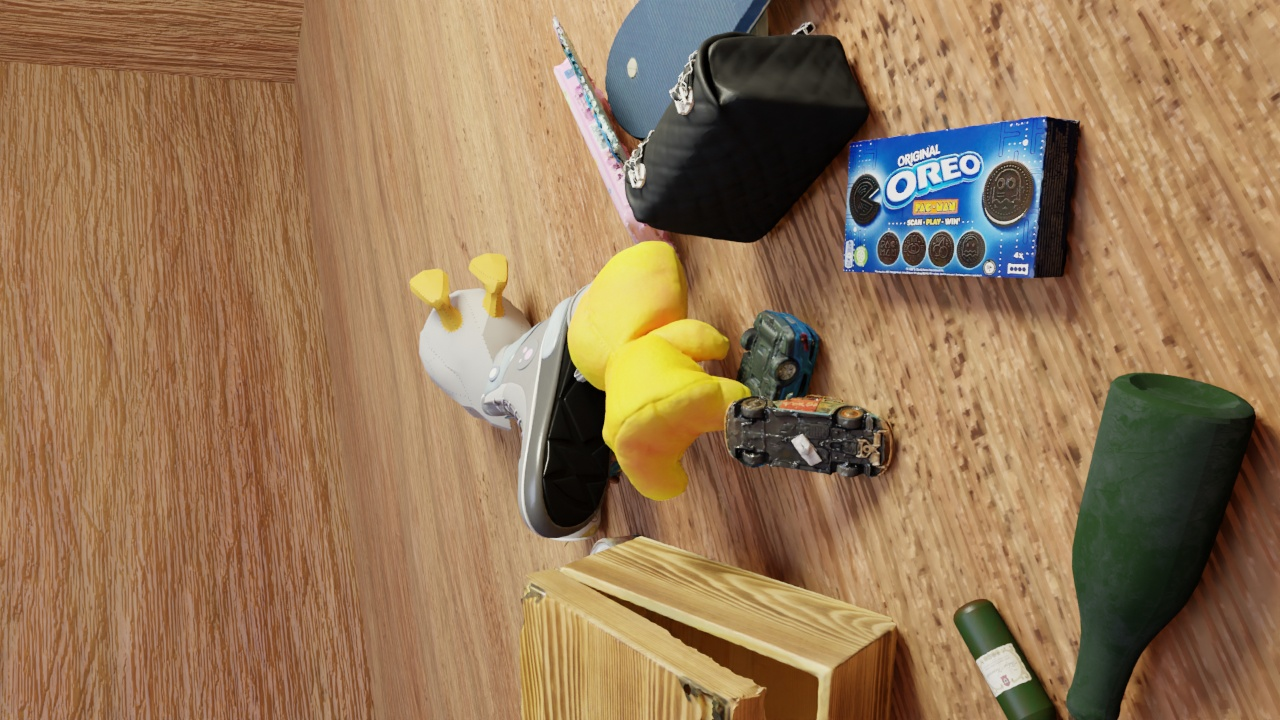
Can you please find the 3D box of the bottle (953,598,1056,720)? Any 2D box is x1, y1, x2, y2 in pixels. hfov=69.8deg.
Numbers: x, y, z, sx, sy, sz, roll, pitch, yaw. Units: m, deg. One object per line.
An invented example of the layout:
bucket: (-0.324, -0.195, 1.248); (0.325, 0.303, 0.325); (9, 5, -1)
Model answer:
bottle: (0.205, 0.180, 0.494); (0.106, 0.025, 0.025); (67, 147, 34)

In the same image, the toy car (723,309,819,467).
toy car: (0.095, 0.022, 0.669); (0.056, 0.043, 0.120); (51, 134, 49)

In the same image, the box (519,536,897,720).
box: (0.021, 0.292, 0.634); (0.248, 0.175, 0.279); (10, 104, 43)

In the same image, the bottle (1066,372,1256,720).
bottle: (0.223, 0.095, 0.417); (0.055, 0.055, 0.174); (36, 126, 57)

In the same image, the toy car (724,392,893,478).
toy car: (0.114, 0.046, 0.617); (0.112, 0.047, 0.047); (6, 113, 20)

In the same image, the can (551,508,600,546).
can: (-0.075, 0.139, 0.996); (0.064, 0.064, 0.127); (11, 103, 62)

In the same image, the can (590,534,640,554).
can: (-0.017, 0.218, 0.914); (0.086, 0.043, 0.086); (6, 97, 63)

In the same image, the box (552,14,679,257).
box: (-0.036, -0.203, 0.812); (0.159, 0.035, 0.230); (54, -169, -56)

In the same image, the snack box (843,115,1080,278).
snack box: (0.173, -0.090, 0.520); (0.150, 0.027, 0.082); (12, 104, 62)

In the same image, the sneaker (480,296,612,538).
sneaker: (-0.105, 0.063, 0.885); (0.161, 0.093, 0.256); (-22, 43, 35)

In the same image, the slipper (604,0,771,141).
slipper: (0.061, -0.265, 0.690); (0.296, 0.060, 0.118); (-42, 60, 54)

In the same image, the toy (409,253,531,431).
toy: (-0.205, -0.002, 1.169); (0.268, 0.140, 0.246); (88, 158, -43)

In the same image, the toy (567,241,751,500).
toy: (-0.004, 0.004, 0.698); (0.135, 0.087, 0.193); (-49, 42, 28)

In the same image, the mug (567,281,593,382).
mug: (-0.021, -0.032, 0.830); (0.071, 0.084, 0.113); (-33, 26, 57)

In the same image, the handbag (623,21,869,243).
handbag: (0.059, -0.165, 0.629); (0.154, 0.125, 0.114); (-45, 54, 56)

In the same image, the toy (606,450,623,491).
toy: (-0.060, 0.088, 0.914); (0.103, 0.090, 0.071); (31, 137, 21)
